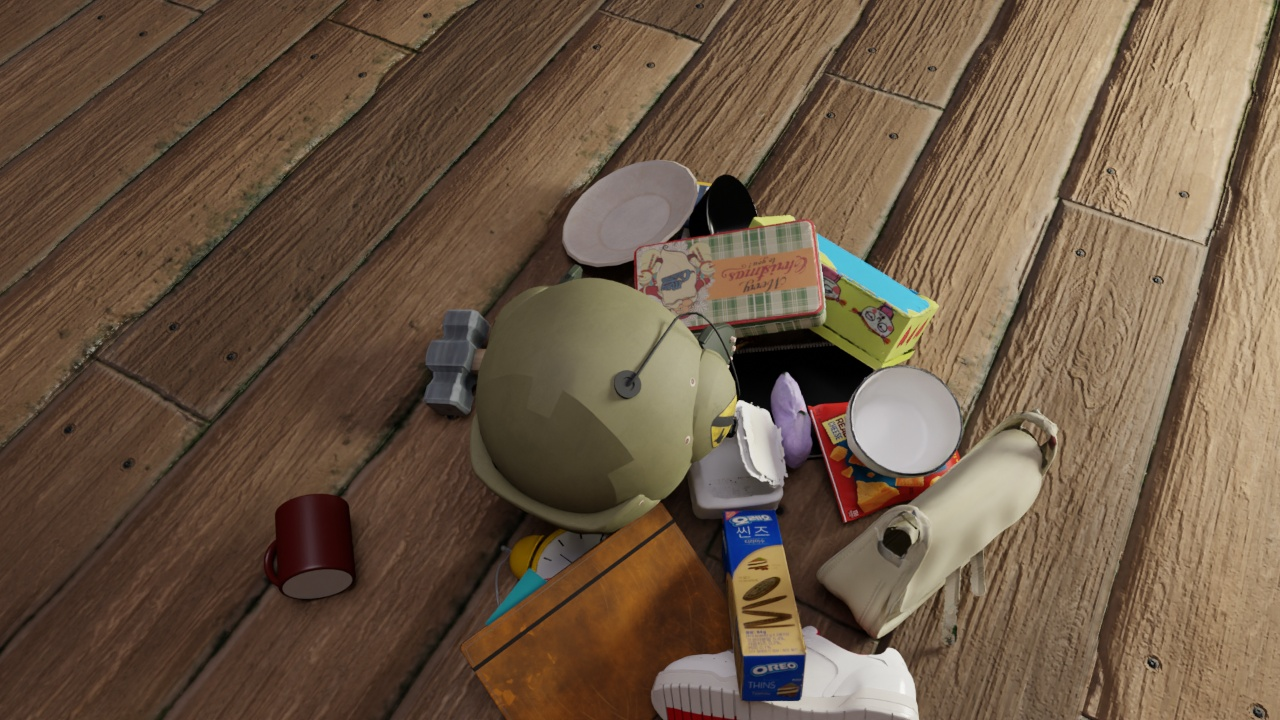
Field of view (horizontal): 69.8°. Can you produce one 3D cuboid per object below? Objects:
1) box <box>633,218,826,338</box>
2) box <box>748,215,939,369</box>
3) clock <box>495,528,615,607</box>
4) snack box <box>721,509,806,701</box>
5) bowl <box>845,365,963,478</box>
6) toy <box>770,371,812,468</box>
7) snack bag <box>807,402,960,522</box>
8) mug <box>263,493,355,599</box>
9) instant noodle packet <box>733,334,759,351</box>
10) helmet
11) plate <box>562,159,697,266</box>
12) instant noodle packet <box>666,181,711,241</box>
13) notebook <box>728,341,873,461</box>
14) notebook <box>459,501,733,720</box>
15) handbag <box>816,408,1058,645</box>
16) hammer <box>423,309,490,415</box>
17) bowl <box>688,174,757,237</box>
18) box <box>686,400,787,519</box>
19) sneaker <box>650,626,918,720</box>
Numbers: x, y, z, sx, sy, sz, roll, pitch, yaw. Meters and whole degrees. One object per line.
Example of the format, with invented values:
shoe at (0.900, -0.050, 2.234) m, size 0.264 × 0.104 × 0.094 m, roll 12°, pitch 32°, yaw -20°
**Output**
box at (0.095, -0.083, 1.004) m, size 0.206 × 0.050 × 0.117 m, roll -6°, pitch 73°, yaw 13°
box at (0.223, -0.081, 1.068) m, size 0.221 × 0.082 × 0.124 m, roll 37°, pitch 27°, yaw 20°
clock at (-0.069, 0.221, 0.918) m, size 0.152 × 0.052 × 0.113 m, roll -6°, pitch 56°, yaw -7°
snack box at (0.111, 0.219, 0.856) m, size 0.056 × 0.057 × 0.206 m, roll -2°, pitch 27°, yaw 1°
bowl at (0.262, 0.068, 0.938) m, size 0.116 × 0.066 × 0.116 m, roll 1°, pitch 72°, yaw -2°
toy at (0.164, 0.063, 0.986) m, size 0.036 × 0.080 × 0.099 m, roll -5°, pitch 63°, yaw -4°
snack bag at (0.266, 0.094, 0.987) m, size 0.144 × 0.039 × 0.130 m, roll -13°, pitch 76°, yaw -7°
mug at (-0.344, 0.197, 0.936) m, size 0.106 × 0.073 × 0.082 m, roll -29°, pitch 55°, yaw 16°
instant noodle packet at (0.069, -0.050, 1.088) m, size 0.135 × 0.040 × 0.098 m, roll 32°, pitch 45°, yaw 28°
helmet at (-0.045, 0.046, 0.863) m, size 0.250 × 0.256 × 0.232 m, roll 23°, pitch 55°, yaw 18°
plate at (-0.012, -0.184, 1.181) m, size 0.189 × 0.027 × 0.188 m, roll -16°, pitch 47°, yaw 17°
instant noodle packet at (0.045, -0.190, 1.208) m, size 0.087 × 0.026 × 0.134 m, roll 11°, pitch 57°, yaw 15°
notebook at (0.170, 0.046, 1.051) m, size 0.206 × 0.016 × 0.148 m, roll -5°, pitch 57°, yaw -2°
notebook at (-0.040, 0.263, 0.863) m, size 0.248 × 0.014 × 0.178 m, roll -33°, pitch 89°, yaw -19°
handbag at (0.300, 0.168, 0.870) m, size 0.228 × 0.184 × 0.132 m, roll -32°, pitch 64°, yaw -26°
hammer at (-0.086, 0.005, 1.015) m, size 0.323 × 0.051 × 0.117 m, roll 1°, pitch 66°, yaw 18°
bowl at (0.097, -0.168, 1.160) m, size 0.053 × 0.124 × 0.123 m, roll -7°, pitch 48°, yaw 37°
box at (0.100, 0.096, 0.940) m, size 0.103 × 0.130 × 0.110 m, roll -6°, pitch 71°, yaw -1°
sneaker at (0.133, 0.295, 0.850) m, size 0.237 × 0.090 × 0.104 m, roll 0°, pitch 35°, yaw 10°
